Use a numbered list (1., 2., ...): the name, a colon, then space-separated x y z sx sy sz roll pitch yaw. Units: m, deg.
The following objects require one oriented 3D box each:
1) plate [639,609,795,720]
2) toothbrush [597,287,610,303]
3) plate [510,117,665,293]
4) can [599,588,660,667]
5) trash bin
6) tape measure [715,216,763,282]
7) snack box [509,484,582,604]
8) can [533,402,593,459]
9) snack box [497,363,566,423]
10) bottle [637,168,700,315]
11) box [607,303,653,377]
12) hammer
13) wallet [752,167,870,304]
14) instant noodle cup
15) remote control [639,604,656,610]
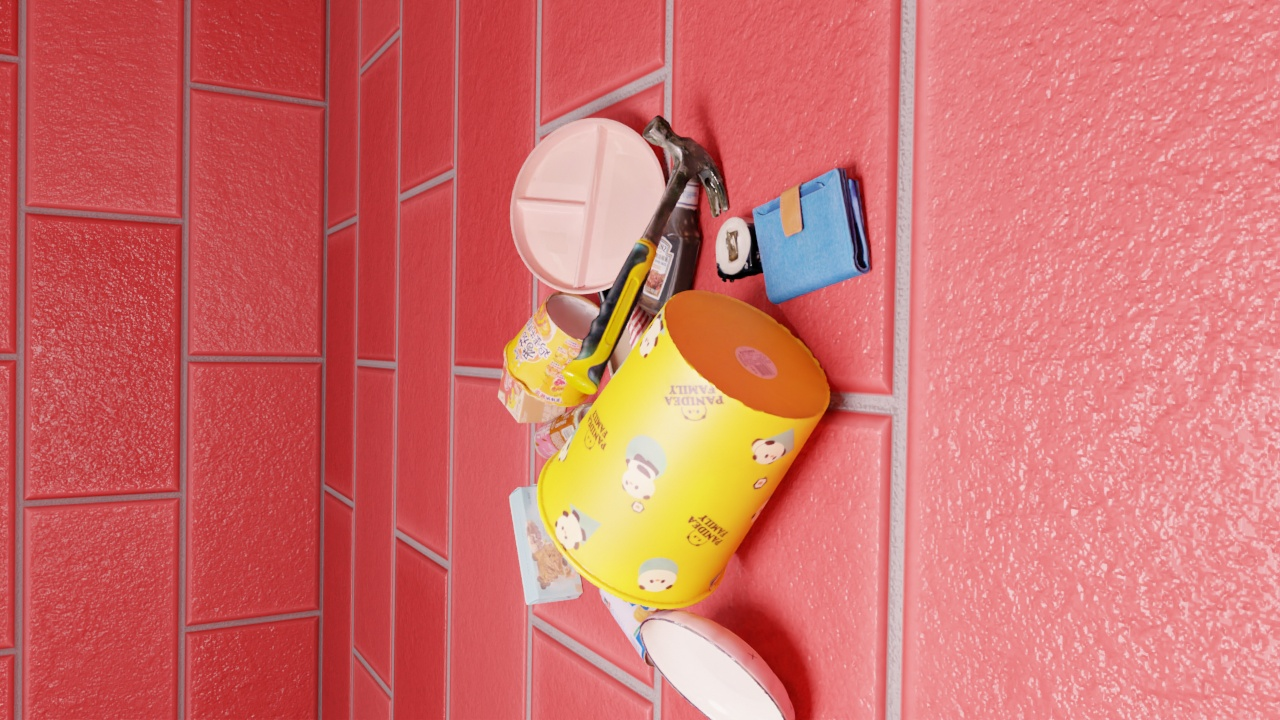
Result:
1. plate: 0.085 0.325 0.958 0.192 0.038 0.193 31 146 23
2. toothbrush: -0.023 -0.018 1.230 0.027 0.026 0.212 122 137 -52
3. plate: -0.068 -0.200 1.201 0.230 0.028 0.229 -2 87 25
4. can: -0.003 0.324 1.164 0.134 0.053 0.053 43 125 51
5. trash bin: 0.048 0.083 0.936 0.256 0.229 0.229 -59 42 32
6. tape measure: 0.111 -0.123 0.998 0.066 0.033 0.066 -13 79 57
7. snack box: -0.143 0.275 1.381 0.052 0.074 0.174 -41 55 52
8. can: -0.101 0.104 1.329 0.148 0.057 0.058 -28 66 56
9. snack box: -0.163 0.035 1.414 0.094 0.077 0.093 42 125 52
10. bottle: 0.041 -0.152 1.107 0.080 0.044 0.195 33 117 54
11. box: -0.009 0.009 1.160 0.088 0.076 0.162 -30 64 29
12. hammer: 0.003 -0.108 0.995 0.032 0.126 0.322 -17 44 59
13. wallet: 0.165 -0.121 0.905 0.133 0.040 0.106 -17 79 57
14. instant noodle cup: -0.107 -0.021 1.278 0.110 0.137 0.138 -55 44 33
15. remote control: 0.026 0.245 1.129 0.049 0.024 0.125 39 111 53
